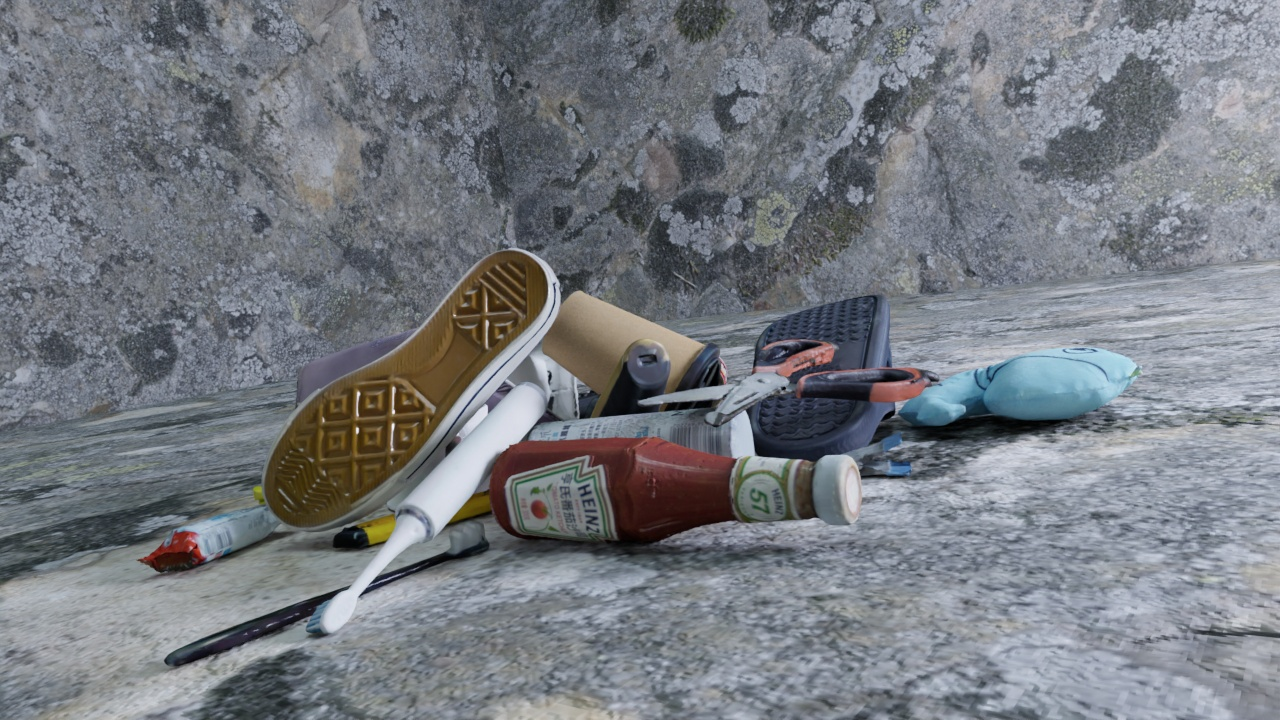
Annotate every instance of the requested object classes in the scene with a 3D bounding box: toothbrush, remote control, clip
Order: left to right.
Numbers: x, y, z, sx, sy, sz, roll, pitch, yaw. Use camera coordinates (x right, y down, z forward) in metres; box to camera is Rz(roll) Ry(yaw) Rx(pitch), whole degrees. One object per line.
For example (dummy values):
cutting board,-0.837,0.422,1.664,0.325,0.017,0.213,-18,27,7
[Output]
toothbrush,-0.149,0.115,0.466,0.016,0.018,0.180,1,11,41
toothbrush,-0.109,0.074,0.508,0.026,0.027,0.220,-21,17,30
remote control,-0.056,0.044,0.870,0.136,0.024,0.053,-15,5,-12
clip,0.140,0.063,0.581,0.058,0.044,0.027,-16,8,22

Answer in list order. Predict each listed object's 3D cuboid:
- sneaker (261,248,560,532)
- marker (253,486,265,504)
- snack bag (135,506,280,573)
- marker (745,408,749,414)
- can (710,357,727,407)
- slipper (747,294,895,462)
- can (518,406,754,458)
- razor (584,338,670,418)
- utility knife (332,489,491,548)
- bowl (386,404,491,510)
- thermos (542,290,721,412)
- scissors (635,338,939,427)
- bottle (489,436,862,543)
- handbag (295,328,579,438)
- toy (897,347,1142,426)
sneaker,-0.144,0.026,0.624,0.241,0.118,0.088,-44,-16,-5
marker,-0.258,0.106,0.762,0.124,0.015,0.018,-5,6,-2
snack bag,-0.276,0.115,0.606,0.045,0.026,0.105,-16,1,22
marker,0.091,0.049,0.849,0.018,0.015,0.123,-10,1,41
can,0.066,0.021,0.990,0.053,0.053,0.132,-7,5,7
slipper,0.145,0.028,0.722,0.111,0.083,0.267,-10,22,21
can,-0.003,0.063,0.582,0.147,0.058,0.058,-6,5,18
razor,-0.011,0.032,0.642,0.062,0.067,0.168,-5,-25,-14
utility knife,-0.119,0.097,0.619,0.177,0.015,0.033,-12,6,-35
bowl,-0.136,0.069,0.696,0.118,0.065,0.118,-8,4,0
thermos,-0.004,0.004,0.742,0.143,0.093,0.093,29,15,12
scissors,0.096,0.013,0.592,0.224,0.015,0.189,1,15,-7
bottle,0.013,0.070,0.492,0.206,0.060,0.059,-4,6,30
handbag,-0.172,0.022,0.789,0.197,0.098,0.145,-14,-19,23
toy,0.284,0.021,0.675,0.161,0.050,0.156,-16,6,-28
